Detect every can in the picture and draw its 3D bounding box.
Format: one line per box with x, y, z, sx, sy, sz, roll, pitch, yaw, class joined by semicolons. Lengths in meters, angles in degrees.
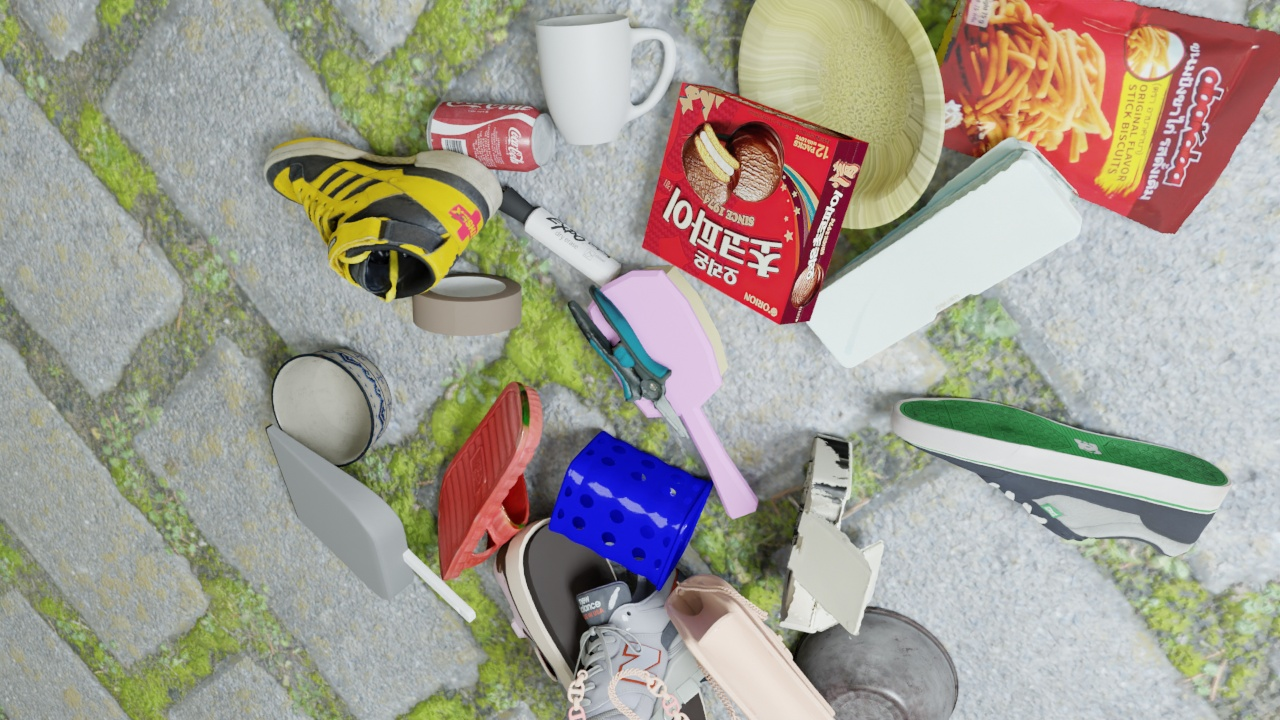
-0.124;-0.186;0.763;0.097;0.053;0.054;8;110;18;can

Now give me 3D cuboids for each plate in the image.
0.146;-0.186;0.643;0.184;0.036;0.185;39;144;36;plate

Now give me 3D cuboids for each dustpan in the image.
-0.261;0.178;0.899;0.258;0.033;0.163;35;144;24;dustpan

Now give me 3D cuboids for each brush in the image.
0.041;0.027;0.781;0.089;0.043;0.228;-25;98;26;brush

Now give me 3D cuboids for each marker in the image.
-0.073;-0.108;0.787;0.126;0.025;0.025;36;116;5;marker

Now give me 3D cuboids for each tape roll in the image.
-0.150;-0.050;0.797;0.094;0.093;0.030;9;111;17;tape roll

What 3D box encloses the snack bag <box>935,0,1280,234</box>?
0.301;-0.180;0.621;0.208;0.066;0.139;20;108;3;snack bag

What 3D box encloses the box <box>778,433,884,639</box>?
0.154;0.160;0.713;0.081;0.181;0.144;11;114;9;box

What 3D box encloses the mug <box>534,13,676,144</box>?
-0.024;-0.219;0.715;0.107;0.071;0.089;-7;117;-6;mug

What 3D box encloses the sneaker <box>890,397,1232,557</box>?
0.301;0.090;0.688;0.235;0.084;0.079;15;113;11;sneaker

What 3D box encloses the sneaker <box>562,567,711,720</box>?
-0.022;0.258;0.794;0.089;0.239;0.124;-35;85;49;sneaker

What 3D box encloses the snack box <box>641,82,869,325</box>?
0.078;-0.119;0.682;0.152;0.035;0.133;35;120;39;snack box

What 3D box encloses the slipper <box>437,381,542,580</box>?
-0.132;0.115;0.848;0.059;0.103;0.249;9;133;-28;slipper

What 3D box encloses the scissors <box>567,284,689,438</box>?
-0.003;-0.001;0.752;0.130;0.019;0.135;14;114;15;scissors

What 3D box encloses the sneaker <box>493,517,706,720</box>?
-0.051;0.289;0.887;0.117;0.111;0.294;-23;103;52;sneaker

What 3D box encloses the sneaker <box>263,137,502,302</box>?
-0.242;-0.117;0.774;0.239;0.121;0.086;8;146;24;sneaker

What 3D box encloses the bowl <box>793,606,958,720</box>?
0.201;0.297;0.802;0.145;0.067;0.145;7;110;18;bowl

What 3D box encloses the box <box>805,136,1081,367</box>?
0.206;-0.070;0.655;0.086;0.072;0.199;25;135;-30;box

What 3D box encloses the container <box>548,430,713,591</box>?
-0.009;0.130;0.814;0.113;0.084;0.085;25;116;12;container

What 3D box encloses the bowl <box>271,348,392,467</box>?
-0.295;0.040;0.900;0.116;0.059;0.116;7;110;18;bowl

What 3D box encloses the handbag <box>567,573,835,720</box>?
0.039;0.278;0.738;0.187;0.117;0.199;-40;97;-11;handbag
